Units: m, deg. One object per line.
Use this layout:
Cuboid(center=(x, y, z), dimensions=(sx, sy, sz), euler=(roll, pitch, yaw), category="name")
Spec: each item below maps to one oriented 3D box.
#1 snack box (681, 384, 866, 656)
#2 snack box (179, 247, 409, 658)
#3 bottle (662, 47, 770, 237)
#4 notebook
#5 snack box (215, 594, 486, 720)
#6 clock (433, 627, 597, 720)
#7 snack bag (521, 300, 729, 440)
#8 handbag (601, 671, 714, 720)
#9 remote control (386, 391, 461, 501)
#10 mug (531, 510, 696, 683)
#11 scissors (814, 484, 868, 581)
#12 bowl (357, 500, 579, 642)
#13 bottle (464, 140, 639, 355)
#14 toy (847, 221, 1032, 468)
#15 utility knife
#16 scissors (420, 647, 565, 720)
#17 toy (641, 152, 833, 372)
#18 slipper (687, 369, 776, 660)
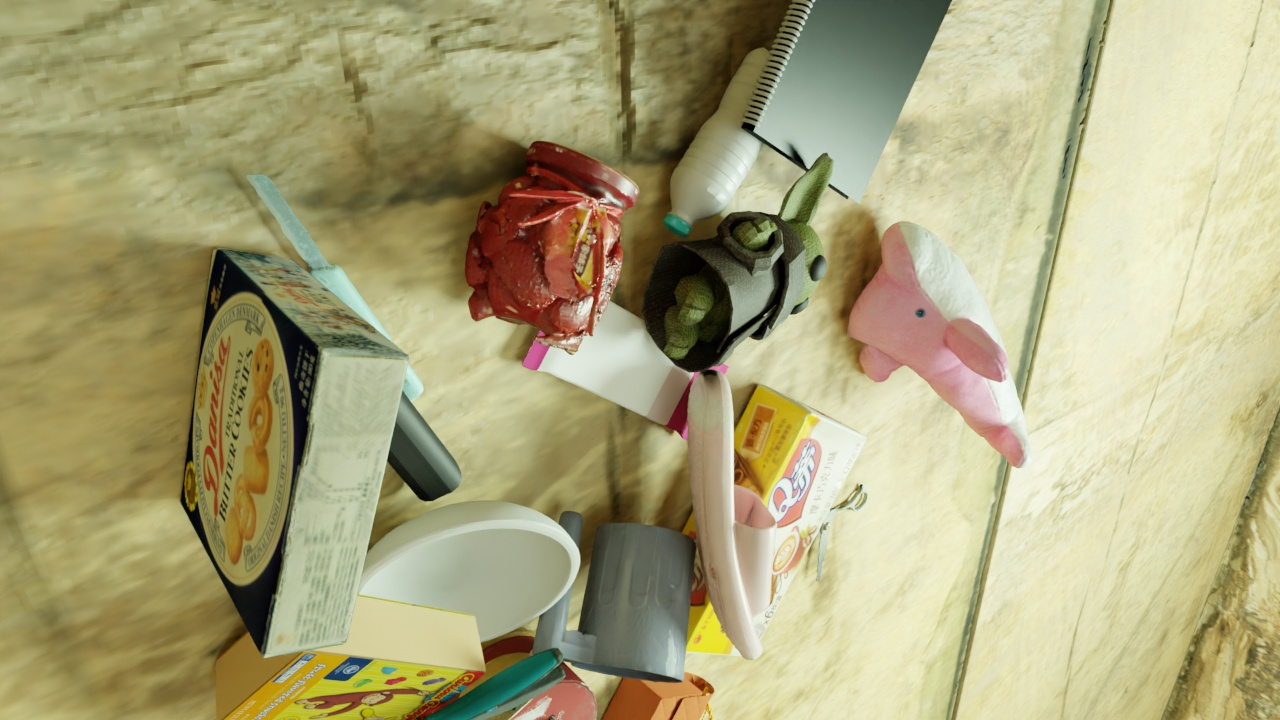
Cuboid(center=(0.100, 0.145, 0.809), dimensions=(0.110, 0.062, 0.230), euler=(24, 95, -47), category="snack box")
Cuboid(center=(-0.171, 0.037, 0.434), dimensions=(0.042, 0.145, 0.144), euler=(1, 110, -42), category="snack box")
Cuboid(center=(0.059, -0.146, 0.628), dimensions=(0.044, 0.044, 0.136), euler=(35, 86, -47), category="bottle")
Cuboid(center=(0.154, -0.229, 0.628), dimensions=(0.148, 0.016, 0.207), euler=(16, 100, -48), category="notebook")
Cuboid(center=(-0.173, 0.185, 0.555), dimensions=(0.088, 0.040, 0.125), euler=(-40, 138, 22), category="snack box")
Cuboid(center=(-0.086, 0.285, 0.694), dimensions=(0.117, 0.081, 0.159), euler=(-37, 133, -23), category="clock")
Cuboid(center=(-0.004, 0.004, 0.669), dimensions=(0.196, 0.016, 0.070), euler=(27, 89, -47), category="snack bag")
Cuboid(center=(0.001, 0.376, 0.845), dimensions=(0.108, 0.060, 0.172), euler=(24, 94, -51), category="handbag")
Cuboid(center=(-0.151, 0.032, 0.538), dimensions=(0.033, 0.015, 0.147), euler=(-24, 132, 1), category="remote control")
Cuboid(center=(-0.018, 0.176, 0.679), dimensions=(0.124, 0.084, 0.103), euler=(24, 63, -32), category="mug")
Cuboid(center=(0.191, 0.153, 0.936), dimensions=(0.141, 0.014, 0.175), euler=(-24, 125, -36), category="scissors")
Cuboid(center=(-0.117, 0.132, 0.592), dimensions=(0.149, 0.043, 0.150), euler=(-14, 140, -12), category="bowl")
Cuboid(center=(-0.051, -0.063, 0.532), dimensions=(0.099, 0.099, 0.111), euler=(24, 89, -47), category="bottle")
Cuboid(center=(0.269, -0.008, 0.851), dimensions=(0.128, 0.186, 0.265), euler=(-30, 115, 21), category="toy")
Cuboid(center=(-0.163, -0.035, 0.501), dimensions=(0.022, 0.015, 0.165), euler=(-19, 130, 5), category="utility knife")
Cuboid(center=(-0.103, 0.225, 0.599), dimensions=(0.155, 0.019, 0.124), euler=(-36, 157, 16), category="scissors")
Cuboid(center=(0.070, -0.052, 0.644), dimensions=(0.152, 0.078, 0.180), euler=(-28, 152, -38), category="toy")
Cuboid(center=(0.069, 0.114, 0.694), dimensions=(0.055, 0.106, 0.221), euler=(-9, 100, -4), category="slipper")
